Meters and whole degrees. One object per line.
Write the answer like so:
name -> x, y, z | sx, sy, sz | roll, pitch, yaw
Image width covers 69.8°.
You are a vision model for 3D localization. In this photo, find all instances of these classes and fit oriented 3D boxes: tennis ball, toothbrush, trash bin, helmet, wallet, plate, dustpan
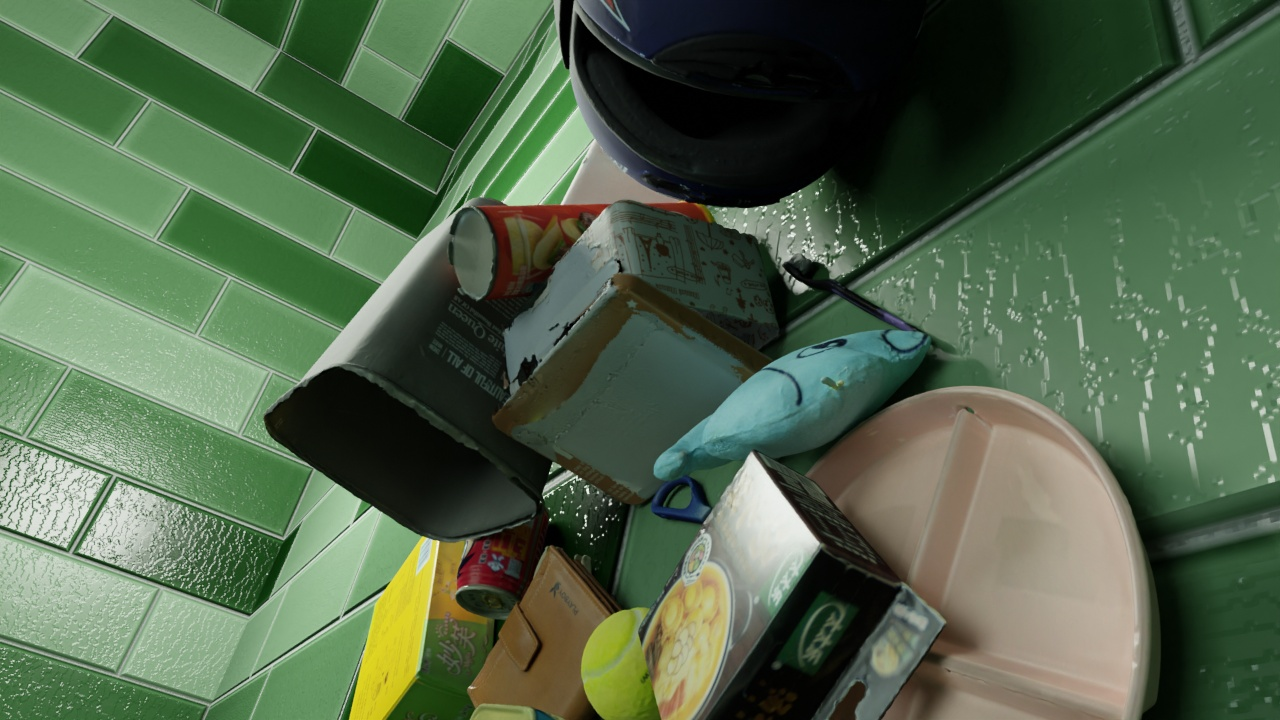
tennis ball -> -0.001, 0.173, 0.514 | 0.066, 0.065, 0.065 | -49, 24, 31
toothbrush -> 0.126, -0.041, 0.555 | 0.017, 0.014, 0.189 | -47, 22, 3
trash bin -> -0.152, 0.004, 0.766 | 0.199, 0.199, 0.219 | -23, 34, 47
helmet -> 0.061, -0.221, 0.619 | 0.241, 0.247, 0.314 | 99, 174, -46
wallet -> -0.062, 0.209, 0.628 | 0.108, 0.031, 0.132 | 38, 99, 48
plate -> 0.108, 0.119, 0.379 | 0.230, 0.028, 0.229 | -49, 25, 32
dustpan -> 0.002, -0.156, 0.998 | 0.273, 0.139, 0.222 | 55, -121, -82

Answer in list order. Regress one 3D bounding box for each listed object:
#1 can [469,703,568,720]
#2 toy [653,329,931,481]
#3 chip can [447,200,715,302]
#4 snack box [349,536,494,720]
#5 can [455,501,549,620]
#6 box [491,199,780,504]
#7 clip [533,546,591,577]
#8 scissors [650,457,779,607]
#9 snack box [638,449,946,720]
can -> -0.051, 0.235, 0.527 | 0.102, 0.083, 0.057 | -30, 38, 55
toy -> 0.076, 0.026, 0.494 | 0.161, 0.050, 0.156 | -28, -2, 4
chip can -> -0.038, -0.089, 0.715 | 0.073, 0.216, 0.073 | 12, 105, 50
snack box -> -0.203, 0.268, 0.863 | 0.158, 0.070, 0.209 | -53, 23, 23
can -> -0.120, 0.169, 0.795 | 0.067, 0.066, 0.093 | -41, 30, 44
box -> -0.004, 0.005, 0.630 | 0.182, 0.146, 0.148 | -40, 53, 45
clip -> -0.066, 0.192, 0.692 | 0.071, 0.034, 0.099 | -15, 55, 62
scissors -> 0.041, 0.110, 0.569 | 0.162, 0.012, 0.176 | -62, 22, -8
snack box -> 0.056, 0.117, 0.404 | 0.113, 0.053, 0.125 | -60, 15, 9
